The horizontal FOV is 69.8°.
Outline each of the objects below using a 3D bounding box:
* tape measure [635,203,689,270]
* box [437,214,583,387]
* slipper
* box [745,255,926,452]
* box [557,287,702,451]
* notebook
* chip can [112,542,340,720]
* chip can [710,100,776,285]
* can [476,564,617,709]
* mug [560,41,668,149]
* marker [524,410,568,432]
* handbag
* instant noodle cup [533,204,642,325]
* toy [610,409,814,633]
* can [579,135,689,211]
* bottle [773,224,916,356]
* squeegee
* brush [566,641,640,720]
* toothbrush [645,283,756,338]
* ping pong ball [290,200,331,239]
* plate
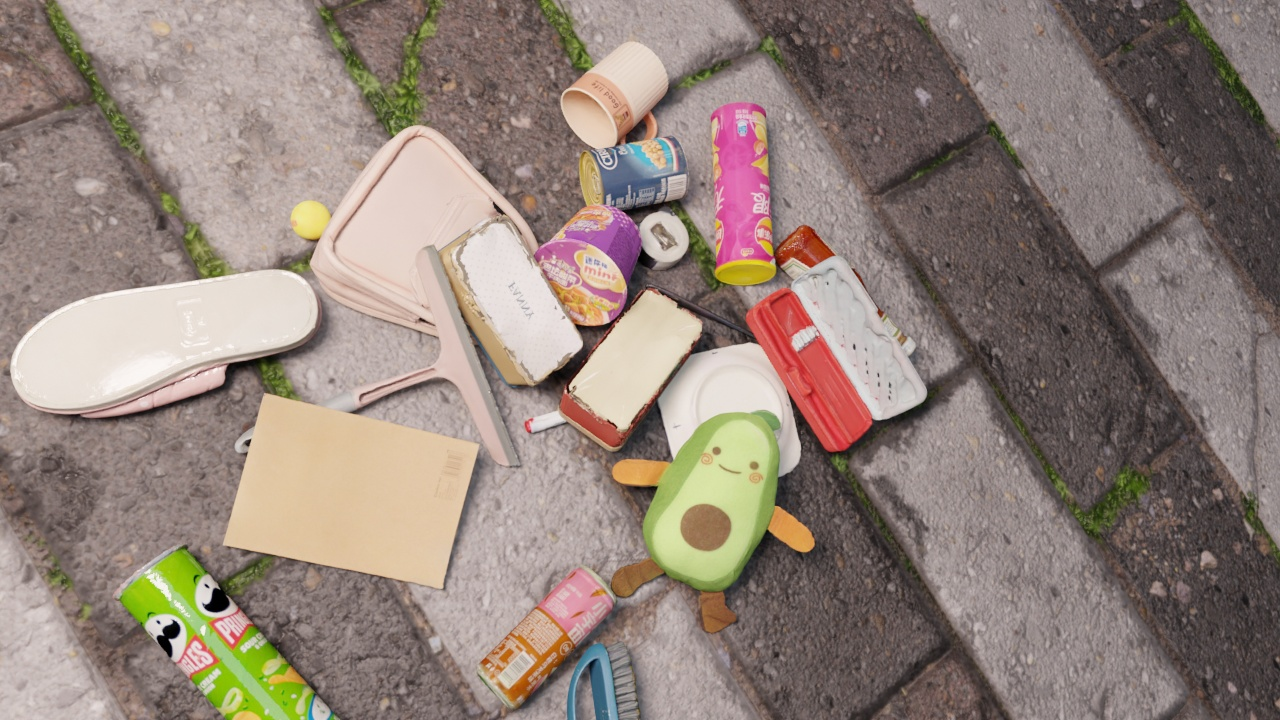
[{"bbox_3d":[0.023,-0.141,1.077,0.065,0.034,0.066,-38,89,-21],"label":"tape measure"},{"bbox_3d":[-0.134,-0.054,0.952,0.089,0.061,0.184,-39,113,-29],"label":"box"},{"bbox_3d":[-0.446,-0.020,0.880,0.274,0.054,0.114,-19,82,-19],"label":"slipper"},{"bbox_3d":[0.229,-0.008,1.066,0.118,0.098,0.201,-33,91,-33],"label":"box"},{"bbox_3d":[-0.006,0.006,0.990,0.091,0.076,0.168,35,62,5],"label":"box"},{"bbox_3d":[-0.278,0.129,0.896,0.211,0.012,0.149,15,88,-14],"label":"notebook"},{"bbox_3d":[-0.361,0.273,0.821,0.072,0.072,0.236,-42,91,-23],"label":"chip can"},{"bbox_3d":[0.122,-0.201,1.104,0.071,0.072,0.210,4,74,-17],"label":"chip can"},{"bbox_3d":[-0.092,0.274,0.914,0.147,0.058,0.058,-42,91,-23],"label":"can"},{"bbox_3d":[-0.021,-0.301,1.086,0.105,0.082,0.114,-48,120,-24],"label":"mug"},{"bbox_3d":[-0.057,0.053,1.008,0.145,0.017,0.017,-16,81,-21],"label":"marker"},{"bbox_3d":[-0.206,-0.113,0.978,0.234,0.094,0.193,32,68,-16],"label":"handbag"},{"bbox_3d":[-0.053,-0.111,1.001,0.111,0.112,0.099,32,46,-8],"label":"instant noodle cup"},{"bbox_3d":[0.074,0.161,0.971,0.227,0.090,0.246,22,90,-6],"label":"toy"},{"bbox_3d":[-0.007,-0.214,1.059,0.111,0.075,0.075,-14,80,-17],"label":"can"},{"bbox_3d":[0.253,-0.078,1.122,0.206,0.060,0.059,43,67,-3],"label":"bottle"},{"bbox_3d":[-0.280,0.038,0.920,0.249,0.040,0.248,-21,109,-11],"label":"squeegee"},{"bbox_3d":[-0.036,0.356,0.912,0.073,0.055,0.143,-4,78,-21],"label":"brush"},{"bbox_3d":[0.088,-0.054,1.084,0.181,0.016,0.018,22,64,-12],"label":"toothbrush"},{"bbox_3d":[-0.343,-0.146,0.955,0.040,0.040,0.040,5,74,-17],"label":"ping pong ball"},{"bbox_3d":[0.106,0.063,1.049,0.163,0.034,0.164,-13,81,-21],"label":"plate"}]
